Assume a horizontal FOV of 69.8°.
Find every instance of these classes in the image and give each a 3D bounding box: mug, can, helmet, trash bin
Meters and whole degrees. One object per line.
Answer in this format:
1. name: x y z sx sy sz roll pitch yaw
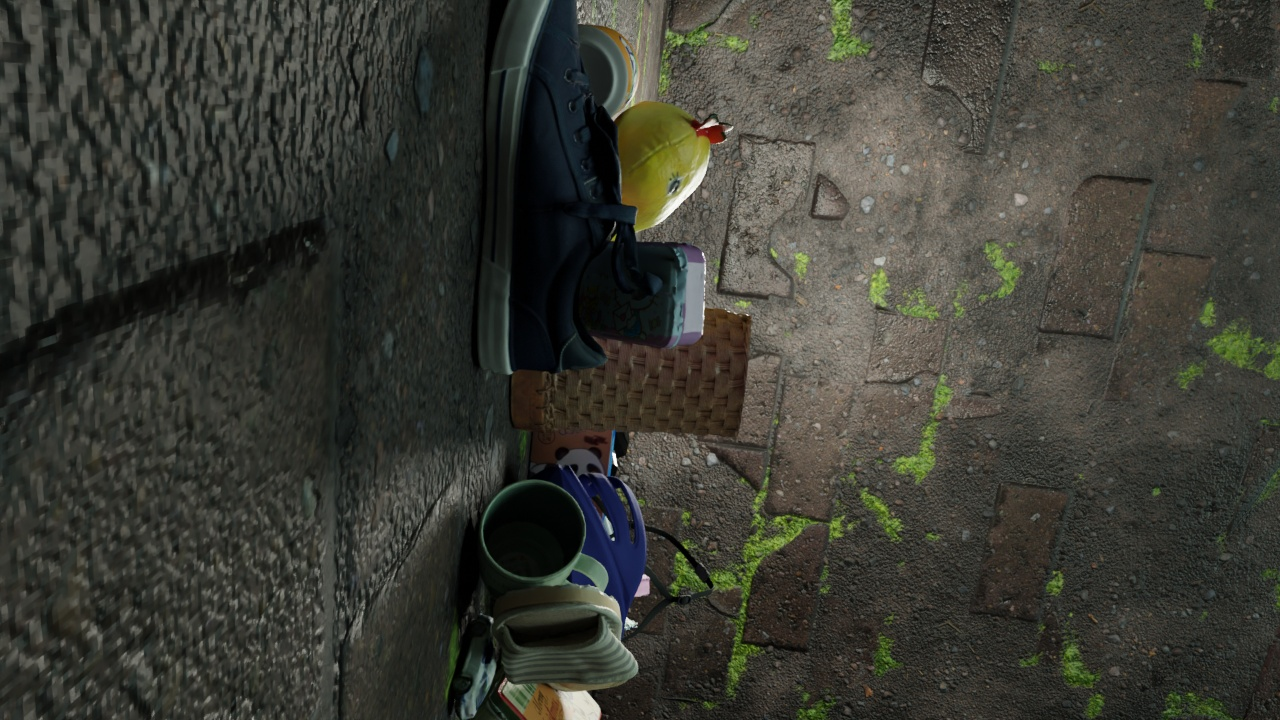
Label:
1. mug: -0.080 0.163 0.747 0.083 0.111 0.104 -61 176 -35
2. can: -0.044 -0.240 0.769 0.142 0.079 0.079 -77 174 -70
3. helmet: -0.025 0.195 0.923 0.148 0.227 0.242 46 -43 50
4. trash bin: -0.006 0.005 0.869 0.151 0.210 0.151 11 86 -87

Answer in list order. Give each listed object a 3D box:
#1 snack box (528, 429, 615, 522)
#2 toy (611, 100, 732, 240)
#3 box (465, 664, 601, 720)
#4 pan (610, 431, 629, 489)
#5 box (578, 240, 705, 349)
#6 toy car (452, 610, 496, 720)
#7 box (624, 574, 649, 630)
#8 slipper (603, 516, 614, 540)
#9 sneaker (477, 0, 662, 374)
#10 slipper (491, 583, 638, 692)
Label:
1. snack box: -0.075 0.103 0.998 0.034 0.087 0.151 -70 167 -76
2. toy: -0.014 -0.156 0.828 0.208 0.092 0.133 -47 170 5
3. box: -0.094 0.339 0.873 0.050 0.117 0.205 -47 175 0
4. pan: -0.040 0.070 1.114 0.225 0.034 0.355 74 4 -63
5. box: -0.031 -0.056 0.711 0.214 0.036 0.076 12 -78 52
6. toy car: -0.132 0.249 0.750 0.089 0.027 0.039 -81 175 -51
7. box: -0.062 0.309 1.151 0.230 0.085 0.076 28 58 -67
8. slipper: -0.076 0.192 1.151 0.246 0.104 0.074 88 11 -47
9. sneaker: -0.042 -0.127 0.631 0.120 0.127 0.295 -79 174 -74
10. slipper: -0.059 0.252 0.787 0.273 0.114 0.054 82 6 -59
